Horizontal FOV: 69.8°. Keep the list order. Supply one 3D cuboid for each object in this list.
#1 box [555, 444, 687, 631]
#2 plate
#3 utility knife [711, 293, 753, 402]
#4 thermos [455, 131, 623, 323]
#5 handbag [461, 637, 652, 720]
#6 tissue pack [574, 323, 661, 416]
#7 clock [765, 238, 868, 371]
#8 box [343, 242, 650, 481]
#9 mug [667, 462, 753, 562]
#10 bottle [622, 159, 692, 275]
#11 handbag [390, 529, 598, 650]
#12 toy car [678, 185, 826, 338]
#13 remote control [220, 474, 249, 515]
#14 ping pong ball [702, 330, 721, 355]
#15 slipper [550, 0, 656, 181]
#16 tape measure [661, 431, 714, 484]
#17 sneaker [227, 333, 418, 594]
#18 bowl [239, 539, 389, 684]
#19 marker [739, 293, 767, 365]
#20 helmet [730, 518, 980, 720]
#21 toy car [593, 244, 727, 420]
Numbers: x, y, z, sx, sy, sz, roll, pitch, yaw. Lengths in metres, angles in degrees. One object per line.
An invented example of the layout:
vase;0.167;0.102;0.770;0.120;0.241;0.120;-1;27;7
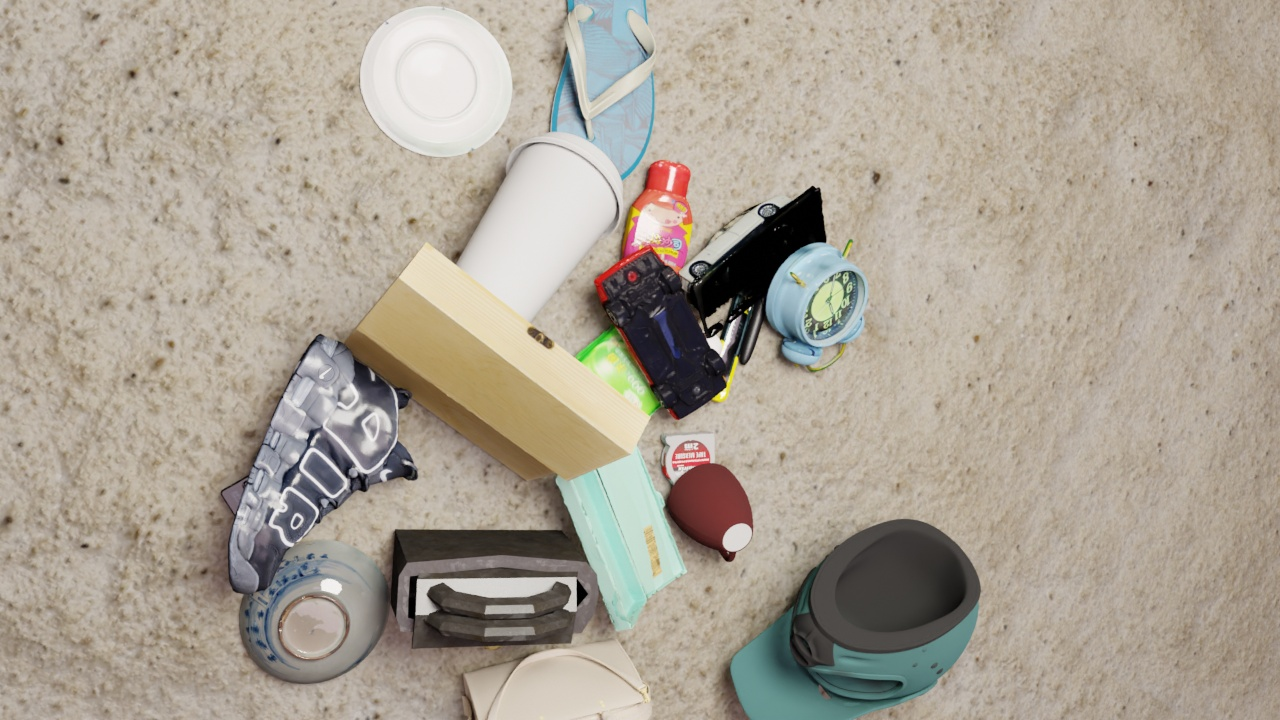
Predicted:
box;-0.022;0.182;1.010;0.138;0.052;0.187;-31;104;-58
plate;-0.211;-0.292;0.960;0.156;0.014;0.157;-1;93;-17
utility knife;0.109;-0.035;1.068;0.028;0.020;0.172;18;86;-18
thermos;-0.112;-0.113;0.903;0.131;0.132;0.221;38;56;-15
handbag;-0.079;0.367;0.933;0.194;0.198;0.101;-8;95;-17
tissue pack;-0.006;0.006;1.027;0.099;0.034;0.114;-46;102;-9
clock;0.207;-0.059;1.062;0.118;0.060;0.162;-31;131;-17
box;-0.151;0.023;0.873;0.247;0.254;0.068;39;65;-15
mug;0.090;0.184;1.026;0.087;0.088;0.114;-22;120;-13
bottle;0.022;-0.154;1.020;0.071;0.048;0.134;11;89;-15
handbag;-0.142;0.237;0.908;0.197;0.199;0.102;3;91;-17
toy car;0.118;-0.121;1.035;0.191;0.071;0.094;-40;140;-15
remote control;-0.349;0.115;0.933;0.140;0.021;0.045;-31;98;-18
ping pong ball;0.073;-0.014;1.046;0.040;0.040;0.040;-1;92;-17
slipper;-0.033;-0.332;0.991;0.118;0.060;0.295;0;92;-20
tape measure;0.054;0.112;1.056;0.060;0.020;0.062;-3;94;-17
sneaker;-0.297;0.114;0.893;0.150;0.097;0.252;23;73;-20
bowl;-0.329;0.261;0.926;0.150;0.057;0.150;-1;93;-17
marker;0.141;-0.059;1.076;0.015;0.018;0.134;19;87;-31
helmet;0.245;0.305;1.032;0.274;0.201;0.176;-18;53;-29
toy car;0.024;-0.027;0.987;0.081;0.056;0.189;-34;109;-9
